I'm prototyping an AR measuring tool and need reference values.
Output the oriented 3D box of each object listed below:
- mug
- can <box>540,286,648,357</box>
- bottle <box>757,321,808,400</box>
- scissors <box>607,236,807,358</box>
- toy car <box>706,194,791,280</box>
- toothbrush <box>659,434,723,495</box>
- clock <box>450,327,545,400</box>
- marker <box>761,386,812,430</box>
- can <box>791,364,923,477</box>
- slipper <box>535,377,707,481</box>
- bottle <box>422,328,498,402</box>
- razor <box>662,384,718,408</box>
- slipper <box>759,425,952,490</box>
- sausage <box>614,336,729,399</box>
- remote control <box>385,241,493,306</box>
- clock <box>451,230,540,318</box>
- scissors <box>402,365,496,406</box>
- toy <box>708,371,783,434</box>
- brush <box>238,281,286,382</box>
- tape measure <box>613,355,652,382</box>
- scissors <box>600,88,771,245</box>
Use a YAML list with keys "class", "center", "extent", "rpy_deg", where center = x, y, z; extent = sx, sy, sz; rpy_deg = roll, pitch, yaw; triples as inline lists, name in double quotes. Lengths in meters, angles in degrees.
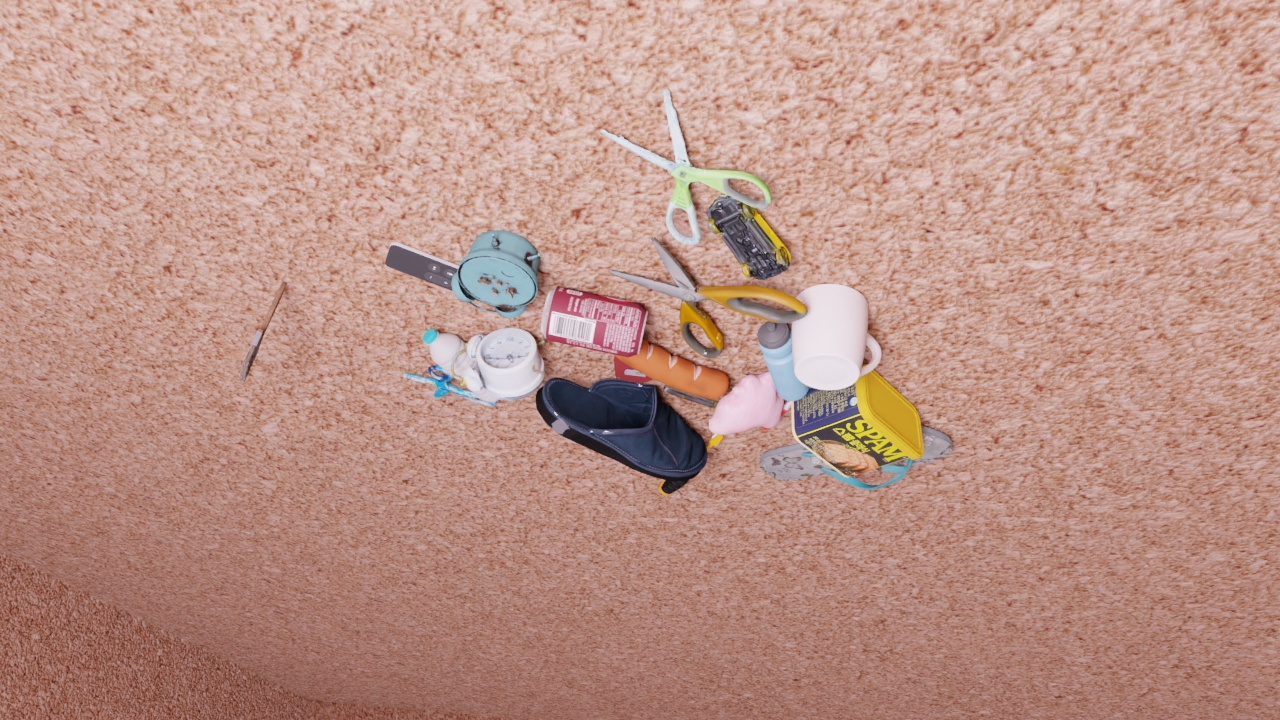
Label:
- class: "mug"
  center: [0.215, -0.016, 0.988]
  extent: [0.114, 0.087, 0.081]
  rpy_deg: [26, 144, -22]
- class: "can"
  center: [-0.052, -0.044, 1.045]
  extent: [0.114, 0.063, 0.063]
  rpy_deg: [12, 147, 1]
- class: "bottle"
  center: [0.165, -0.002, 1.067]
  extent: [0.040, 0.040, 0.130]
  rpy_deg: [-4, 144, 21]
- class: "scissors"
  center: [0.077, -0.062, 1.001]
  extent: [0.230, 0.016, 0.225]
  rpy_deg: [6, 151, 30]
- class: "toy car"
  center: [0.108, -0.123, 0.910]
  extent: [0.049, 0.030, 0.107]
  rpy_deg: [-19, 123, 38]
- class: "toothbrush"
  center: [0.073, 0.152, 1.336]
  extent: [0.031, 0.030, 0.197]
  rpy_deg: [24, 142, -11]
- class: "clock"
  center: [-0.176, 0.004, 1.136]
  extent: [0.117, 0.083, 0.057]
  rpy_deg: [-4, 140, 2]
- class: "marker"
  center: [0.192, 0.055, 1.169]
  extent: [0.013, 0.012, 0.143]
  rpy_deg: [19, 146, -13]
- class: "can"
  center: [0.262, 0.078, 1.116]
  extent: [0.105, 0.075, 0.135]
  rpy_deg: [-25, 134, 35]
- class: "slipper"
  center: [-0.002, 0.074, 1.172]
  extent: [0.265, 0.108, 0.084]
  rpy_deg: [24, 125, -31]
- class: "bottle"
  center: [-0.228, 0.004, 1.187]
  extent: [0.044, 0.044, 0.136]
  rpy_deg: [-13, 140, 32]
- class: "razor"
  center: [0.080, 0.052, 1.192]
  extent: [0.106, 0.026, 0.043]
  rpy_deg: [18, 148, -4]
- class: "slipper"
  center: [0.278, 0.136, 1.232]
  extent: [0.269, 0.054, 0.098]
  rpy_deg: [-12, 138, 33]
- class: "sausage"
  center: [0.033, 0.006, 1.117]
  extent: [0.164, 0.039, 0.044]
  rpy_deg: [25, 105, -20]
- class: "remote control"
  center: [-0.222, -0.098, 1.065]
  extent: [0.146, 0.008, 0.045]
  rpy_deg: [21, 146, -14]
- class: "clock"
  center: [-0.158, -0.092, 1.016]
  extent: [0.090, 0.053, 0.125]
  rpy_deg: [23, 145, -16]
- class: "scissors"
  center: [-0.263, 0.033, 1.251]
  extent: [0.134, 0.011, 0.140]
  rpy_deg: [16, 159, 6]
- class: "toy"
  center: [0.137, 0.053, 1.140]
  extent: [0.102, 0.050, 0.093]
  rpy_deg: [-11, 130, -22]
- class: "brush"
  center: [-0.448, -0.041, 1.094]
  extent: [0.008, 0.142, 0.045]
  rpy_deg: [21, 137, -17]
- class: "tape measure"
  center: [-0.007, 0.007, 1.149]
  extent: [0.051, 0.019, 0.059]
  rpy_deg: [7, 147, 7]
- class: "scissors"
  center: [0.038, -0.171, 0.856]
  extent: [0.171, 0.024, 0.166]
  rpy_deg: [25, 145, -1]
